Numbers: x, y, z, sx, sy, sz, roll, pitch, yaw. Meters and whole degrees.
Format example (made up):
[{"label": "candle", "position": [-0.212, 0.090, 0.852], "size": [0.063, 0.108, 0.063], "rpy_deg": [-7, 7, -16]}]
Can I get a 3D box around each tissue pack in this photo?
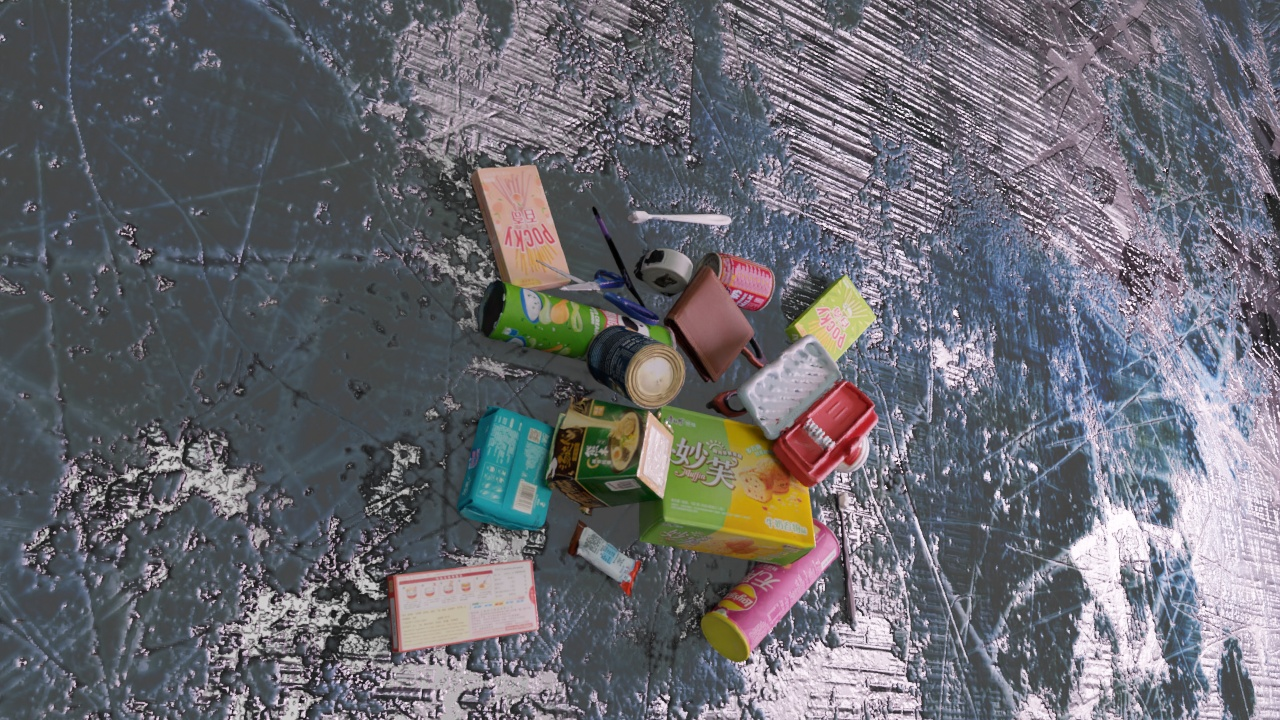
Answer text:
[{"label": "tissue pack", "position": [-0.143, 0.120, 1.023], "size": [0.093, 0.050, 0.133], "rpy_deg": [24, 62, -24]}]

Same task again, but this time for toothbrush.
[{"label": "toothbrush", "position": [-0.024, -0.116, 1.201], "size": [0.016, 0.014, 0.189], "rpy_deg": [-25, 89, -33]}, {"label": "toothbrush", "position": [0.289, 0.273, 1.280], "size": [0.015, 0.018, 0.181], "rpy_deg": [10, 71, -34]}, {"label": "toothbrush", "position": [0.058, -0.197, 1.281], "size": [0.179, 0.016, 0.016], "rpy_deg": [-5, 80, -37]}]

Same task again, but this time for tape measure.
[{"label": "tape measure", "position": [0.034, -0.117, 1.206], "size": [0.065, 0.066, 0.033], "rpy_deg": [27, 63, -24]}]

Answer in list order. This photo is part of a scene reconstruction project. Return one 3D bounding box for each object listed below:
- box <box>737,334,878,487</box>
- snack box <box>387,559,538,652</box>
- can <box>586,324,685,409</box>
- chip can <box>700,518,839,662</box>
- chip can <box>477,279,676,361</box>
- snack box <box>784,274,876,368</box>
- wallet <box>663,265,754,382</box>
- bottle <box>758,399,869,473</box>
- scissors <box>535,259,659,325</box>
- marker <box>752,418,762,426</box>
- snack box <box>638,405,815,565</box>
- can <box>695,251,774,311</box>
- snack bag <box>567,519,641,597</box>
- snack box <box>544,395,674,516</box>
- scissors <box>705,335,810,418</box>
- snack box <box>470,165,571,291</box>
[{"label": "box", "position": [0.218, 0.060, 1.187], "size": [0.158, 0.039, 0.200], "rpy_deg": [48, 43, 9]}, {"label": "snack box", "position": [-0.185, 0.257, 0.966], "size": [0.155, 0.027, 0.077], "rpy_deg": [1, 75, -33]}, {"label": "can", "position": [-0.006, 0.006, 1.042], "size": [0.075, 0.111, 0.075], "rpy_deg": [-7, 105, -25]}, {"label": "chip can", "position": [0.168, 0.286, 1.162], "size": [0.209, 0.072, 0.071], "rpy_deg": [-35, 95, -37]}, {"label": "chip can", "position": [-0.074, -0.034, 1.106], "size": [0.235, 0.072, 0.072], "rpy_deg": [15, 67, -28]}, {"label": "snack box", "position": [0.287, -0.055, 1.377], "size": [0.156, 0.026, 0.086], "rpy_deg": [-40, 98, -35]}, {"label": "wallet", "position": [0.090, -0.047, 1.204], "size": [0.101, 0.032, 0.124], "rpy_deg": [-50, 120, -24]}, {"label": "bottle", "position": [0.228, 0.091, 1.250], "size": [0.196, 0.068, 0.068], "rpy_deg": [29, 61, -33]}, {"label": "scissors", "position": [-0.049, -0.087, 1.121], "size": [0.162, 0.012, 0.174], "rpy_deg": [32, 19, -2]}, {"label": "marker", "position": [0.157, 0.123, 1.230], "size": [0.017, 0.017, 0.145], "rpy_deg": [7, 78, -31]}, {"label": "snack box", "position": [0.104, 0.155, 1.125], "size": [0.210, 0.070, 0.157], "rpy_deg": [14, 53, -21]}, {"label": "can", "position": [0.129, -0.109, 1.265], "size": [0.093, 0.067, 0.066], "rpy_deg": [14, 68, -30]}, {"label": "snack bag", "position": [-0.040, 0.231, 1.070], "size": [0.104, 0.026, 0.048], "rpy_deg": [36, 52, -18]}, {"label": "snack box", "position": [-0.028, 0.109, 1.039], "size": [0.118, 0.106, 0.117], "rpy_deg": [47, 48, -53]}, {"label": "scissors", "position": [0.169, 0.023, 1.282], "size": [0.224, 0.015, 0.189], "rpy_deg": [-10, 81, -36]}, {"label": "snack box", "position": [-0.146, -0.161, 1.126], "size": [0.084, 0.026, 0.157], "rpy_deg": [-14, 82, -36]}]
